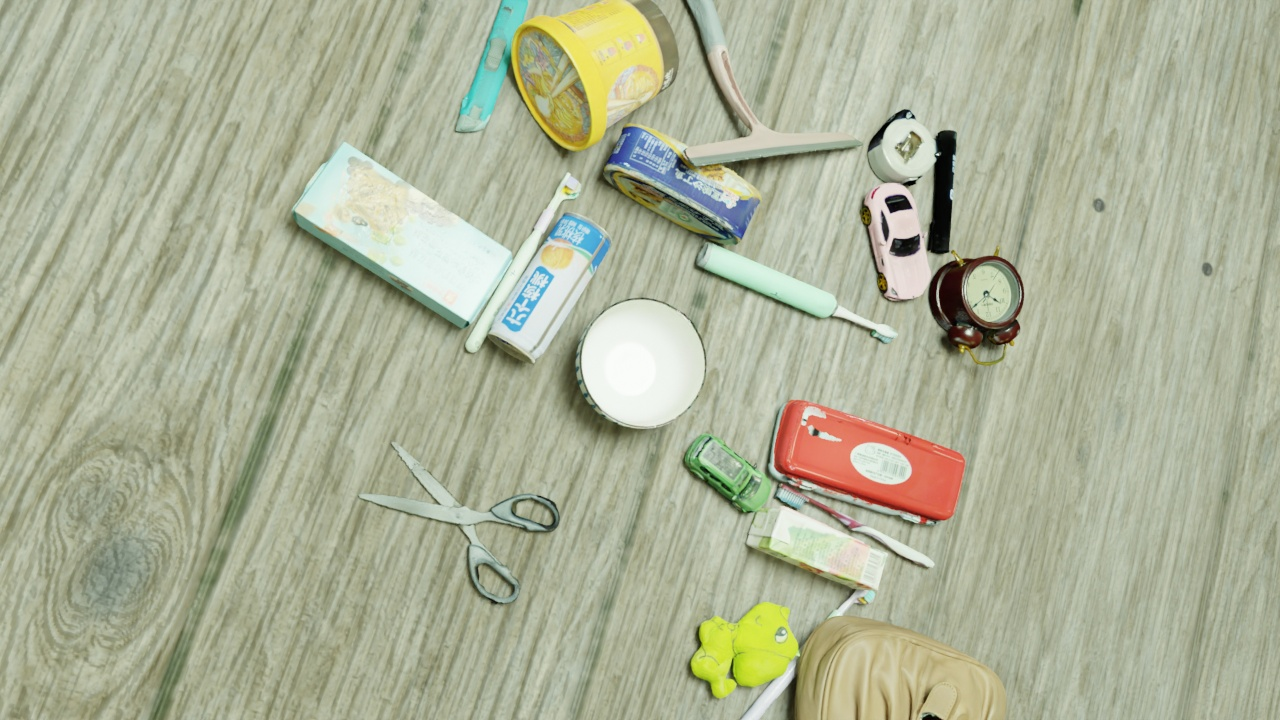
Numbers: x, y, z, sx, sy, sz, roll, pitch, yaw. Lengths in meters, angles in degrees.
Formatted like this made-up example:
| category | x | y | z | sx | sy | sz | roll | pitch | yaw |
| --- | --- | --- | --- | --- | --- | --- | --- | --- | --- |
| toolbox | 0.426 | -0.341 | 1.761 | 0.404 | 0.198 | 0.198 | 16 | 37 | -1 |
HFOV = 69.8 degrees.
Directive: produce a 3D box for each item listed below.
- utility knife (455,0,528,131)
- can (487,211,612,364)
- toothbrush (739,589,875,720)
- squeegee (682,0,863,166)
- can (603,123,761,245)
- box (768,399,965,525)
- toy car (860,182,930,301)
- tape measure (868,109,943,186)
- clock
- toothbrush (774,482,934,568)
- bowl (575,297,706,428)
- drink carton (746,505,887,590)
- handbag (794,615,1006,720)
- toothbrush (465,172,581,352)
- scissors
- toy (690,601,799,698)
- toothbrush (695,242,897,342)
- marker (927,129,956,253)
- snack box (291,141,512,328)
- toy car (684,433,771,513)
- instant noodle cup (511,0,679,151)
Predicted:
| category | x | y | z | sx | sy | sz | roll | pitch | yaw |
| --- | --- | --- | --- | --- | --- | --- | --- | --- | --- |
| utility knife | -0.131 | -0.294 | 0.854 | 0.029 | 0.013 | 0.186 | 19 | 80 | -14 |
| can | -0.082 | -0.065 | 0.825 | 0.053 | 0.053 | 0.134 | 34 | 77 | -11 |
| toothbrush | 0.158 | 0.287 | 0.879 | 0.189 | 0.029 | 0.021 | -43 | 57 | -14 |
| squeegee | 0.082 | -0.301 | 0.900 | 0.247 | 0.040 | 0.249 | -16 | 80 | -38 |
| can | 0.039 | -0.163 | 0.860 | 0.148 | 0.075 | 0.049 | 27 | 81 | -11 |
| box | 0.223 | 0.103 | 0.909 | 0.201 | 0.047 | 0.086 | 18 | 80 | -14 |
| toy car | 0.265 | -0.122 | 0.941 | 0.056 | 0.037 | 0.122 | -13 | 89 | -15 |
| tape measure | 0.273 | -0.217 | 0.953 | 0.066 | 0.034 | 0.066 | 41 | 75 | -7 |
| clock | 0.350 | -0.055 | 0.948 | 0.082 | 0.055 | 0.122 | -7 | 88 | -17 |
| toothbrush | 0.214 | 0.167 | 0.908 | 0.187 | 0.016 | 0.017 | 28 | 86 | -12 |
| bowl | -0.005 | 0.005 | 0.834 | 0.116 | 0.066 | 0.116 | 2 | 84 | -15 |
| drink carton | 0.169 | 0.178 | 0.874 | 0.122 | 0.054 | 0.045 | 24 | 77 | -13 |
| handbag | 0.243 | 0.327 | 0.854 | 0.204 | 0.100 | 0.147 | 21 | 83 | -18 |
| toothbrush | -0.108 | -0.089 | 0.839 | 0.020 | 0.029 | 0.189 | 23 | 76 | 30 |
| scissors | -0.154 | 0.141 | 0.808 | 0.177 | 0.014 | 0.159 | -10 | 85 | -15 |
| toy | 0.099 | 0.270 | 0.857 | 0.100 | 0.031 | 0.096 | 18 | 80 | -9 |
| toothbrush | 0.159 | -0.064 | 0.909 | 0.224 | 0.027 | 0.026 | 21 | 50 | -13 |
| marker | 0.320 | -0.179 | 0.971 | 0.022 | 0.020 | 0.132 | 5 | 84 | 10 |
| snack box | -0.204 | -0.105 | 0.795 | 0.175 | 0.052 | 0.074 | 33 | 76 | -10 |
| toy car | 0.085 | 0.107 | 0.867 | 0.091 | 0.036 | 0.043 | 39 | 74 | -13 |
| instant noodle cup | -0.037 | -0.268 | 0.830 | 0.114 | 0.119 | 0.118 | -35 | 95 | -24 |
